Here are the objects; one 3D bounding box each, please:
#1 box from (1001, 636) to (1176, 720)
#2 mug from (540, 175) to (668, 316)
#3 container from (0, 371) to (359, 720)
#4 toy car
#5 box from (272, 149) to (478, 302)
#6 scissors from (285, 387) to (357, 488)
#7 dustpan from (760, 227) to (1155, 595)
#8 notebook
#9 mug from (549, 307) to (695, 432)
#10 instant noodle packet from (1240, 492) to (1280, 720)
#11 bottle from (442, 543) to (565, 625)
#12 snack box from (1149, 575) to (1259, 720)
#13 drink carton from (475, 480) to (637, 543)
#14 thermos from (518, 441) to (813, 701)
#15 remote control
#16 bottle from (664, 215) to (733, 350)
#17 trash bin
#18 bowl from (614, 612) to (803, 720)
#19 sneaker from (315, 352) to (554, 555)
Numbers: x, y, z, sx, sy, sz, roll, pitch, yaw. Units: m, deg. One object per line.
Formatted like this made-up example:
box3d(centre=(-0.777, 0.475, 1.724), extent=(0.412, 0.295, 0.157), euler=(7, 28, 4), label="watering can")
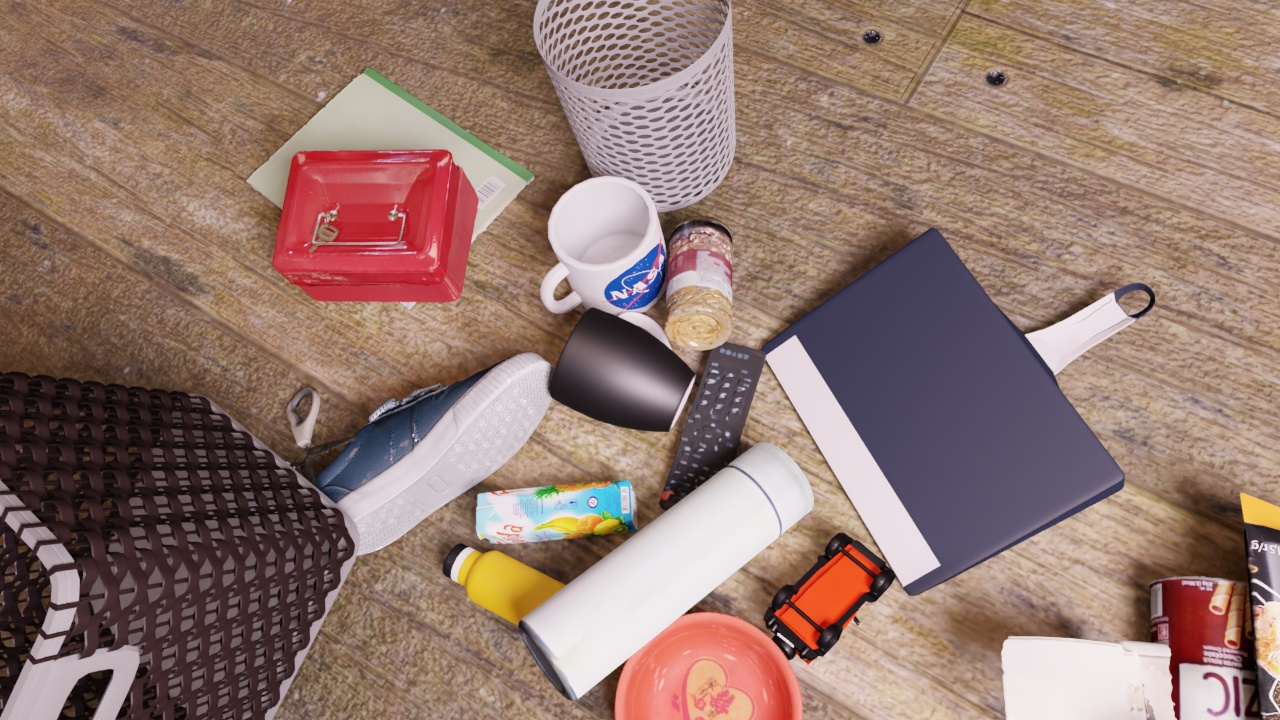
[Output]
box3d(centre=(0.267, 0.227, 0.529), extent=(0.105, 0.188, 0.143), euler=(7, 61, -3), label="box")
box3d(centre=(-0.037, -0.086, 0.791), extent=(0.121, 0.090, 0.091), euler=(-39, 65, -8), label="mug")
box3d(centre=(-0.384, 0.159, 0.622), extent=(0.246, 0.243, 0.247), euler=(32, 99, 22), label="container")
box3d(centre=(0.135, 0.174, 0.665), extent=(0.100, 0.049, 0.051), euler=(-37, 58, -24), label="toy car")
box3d(centre=(-0.239, -0.121, 0.840), extent=(0.158, 0.087, 0.128), euler=(3, 67, 7), label="box")
box3d(centre=(-0.291, 0.079, 0.774), extent=(0.171, 0.012, 0.157), euler=(-33, 41, 20), label="scissors")
box3d(centre=(0.273, 0.015, 0.720), extent=(0.274, 0.080, 0.236), euler=(-36, 63, 16), label="dustpan")
box3d(centre=(-0.254, -0.182, 0.919), extent=(0.252, 0.010, 0.181), euler=(35, 76, 22), label="notebook")
box3d(centre=(-0.005, 0.004, 0.759), extent=(0.100, 0.085, 0.118), euler=(25, 42, 7), label="mug")
box3d(centre=(0.434, 0.209, 0.570), extent=(0.159, 0.032, 0.220), euler=(19, 66, -21), label="instant noodle packet")
box3d(centre=(-0.086, 0.183, 0.705), extent=(0.144, 0.043, 0.043), euler=(22, 71, 19), label="bottle")
box3d(centre=(0.370, 0.208, 0.595), extent=(0.072, 0.072, 0.121), euler=(7, 67, 13), label="snack box")
box3d(centre=(-0.067, 0.121, 0.730), extent=(0.129, 0.044, 0.038), euler=(-6, 65, 6), label="drink carton")
box3d(centre=(0.023, 0.146, 0.660), extent=(0.229, 0.068, 0.068), euler=(-33, 63, -23), label="thermos")
box3d(centre=(0.060, 0.057, 0.749), extent=(0.047, 0.022, 0.150), euler=(16, 72, 16), label="remote control")
box3d(centre=(0.050, -0.066, 0.774), extent=(0.056, 0.056, 0.105), euler=(-2, 53, 9), label="bottle")
box3d(centre=(0.006, -0.236, 0.799), extent=(0.156, 0.183, 0.156), euler=(-4, 65, 8), label="trash bin")
box3d(centre=(0.049, 0.248, 0.650), extent=(0.130, 0.045, 0.130), euler=(-4, 65, 9), label="bowl")
box3d(centre=(-0.176, 0.063, 0.757), extent=(0.235, 0.089, 0.087), euler=(-38, 60, -3), label="sneaker")
